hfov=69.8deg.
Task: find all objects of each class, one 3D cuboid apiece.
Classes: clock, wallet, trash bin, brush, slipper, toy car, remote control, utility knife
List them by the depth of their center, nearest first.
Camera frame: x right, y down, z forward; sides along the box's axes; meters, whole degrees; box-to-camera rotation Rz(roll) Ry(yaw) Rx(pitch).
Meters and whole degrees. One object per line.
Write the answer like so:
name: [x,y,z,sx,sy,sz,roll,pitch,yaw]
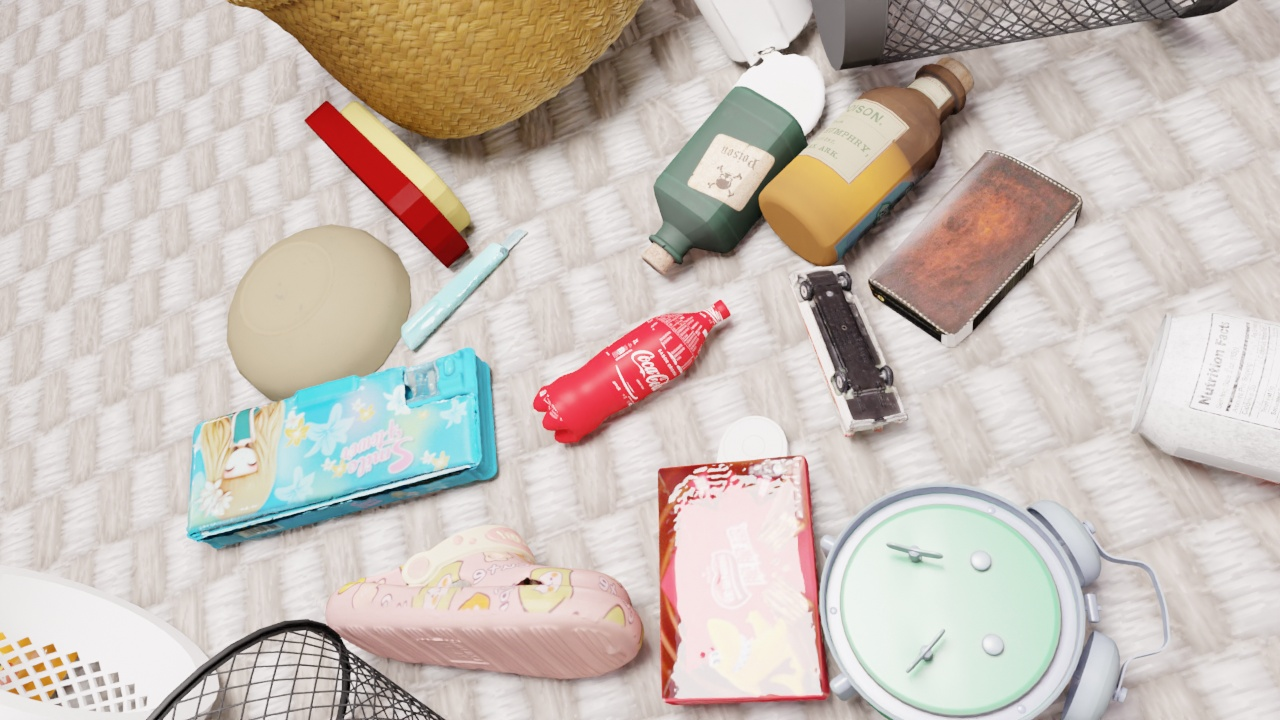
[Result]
trash bin: [-0.129,0.259,0.449,0.210,0.184,0.183,21,73,20]
clock: [0.175,0.125,0.461,0.162,0.075,0.121,-6,63,15]
trash bin: [-0.394,0.255,0.542,0.196,0.195,0.199,24,84,27]
slipper: [-0.093,0.136,0.545,0.197,0.093,0.081,-4,53,18]
remote control: [0.062,0.098,0.549,0.043,0.013,0.136,2,66,20]
trash bin: [0.219,-0.296,0.555,0.227,0.218,0.217,-11,62,8]
toy car: [0.124,-0.006,0.565,0.039,0.039,0.113,-9,59,-12]
wallet: [0.209,-0.073,0.577,0.123,0.019,0.072,-46,60,-6]
utility knife: [-0.134,-0.058,0.692,0.126,0.015,0.022,-46,61,-8]
brush: [-0.191,-0.143,0.713,0.042,0.082,0.173,-44,60,-5]

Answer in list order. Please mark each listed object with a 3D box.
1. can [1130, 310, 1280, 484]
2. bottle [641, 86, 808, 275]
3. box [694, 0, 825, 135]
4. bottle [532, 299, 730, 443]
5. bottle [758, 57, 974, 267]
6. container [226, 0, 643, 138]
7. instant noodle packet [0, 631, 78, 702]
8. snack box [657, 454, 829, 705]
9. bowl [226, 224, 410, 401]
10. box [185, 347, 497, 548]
can: [0.328,0.024,0.456,0.136,0.078,0.078,16,71,25]
bottle: [0.050,-0.114,0.625,0.061,0.061,0.131,40,90,28]
box: [0.079,-0.245,0.660,0.084,0.140,0.141,-21,44,24]
bottle: [-0.003,0.003,0.601,0.141,0.042,0.042,-33,59,1]
bottle: [0.154,-0.137,0.600,0.157,0.068,0.068,-44,60,-5]
container: [-0.136,-0.318,0.684,0.308,0.196,0.306,-20,50,26]
instant noodle packet: [-0.520,0.232,0.673,0.221,0.032,0.159,22,74,27]
snack box: [0.055,0.123,0.518,0.089,0.021,0.132,-8,64,15]
bowl: [-0.257,-0.044,0.706,0.152,0.050,0.152,-8,63,15]
box: [-0.213,0.062,0.645,0.227,0.041,0.094,-15,62,12]
